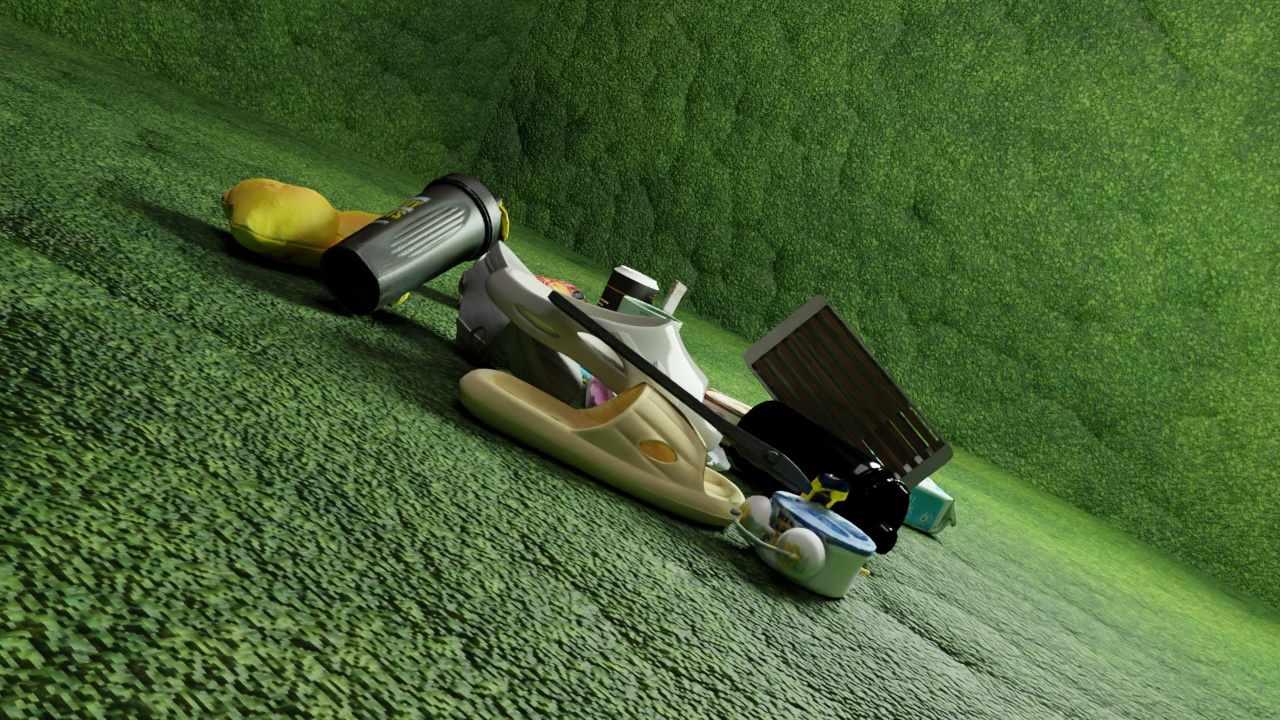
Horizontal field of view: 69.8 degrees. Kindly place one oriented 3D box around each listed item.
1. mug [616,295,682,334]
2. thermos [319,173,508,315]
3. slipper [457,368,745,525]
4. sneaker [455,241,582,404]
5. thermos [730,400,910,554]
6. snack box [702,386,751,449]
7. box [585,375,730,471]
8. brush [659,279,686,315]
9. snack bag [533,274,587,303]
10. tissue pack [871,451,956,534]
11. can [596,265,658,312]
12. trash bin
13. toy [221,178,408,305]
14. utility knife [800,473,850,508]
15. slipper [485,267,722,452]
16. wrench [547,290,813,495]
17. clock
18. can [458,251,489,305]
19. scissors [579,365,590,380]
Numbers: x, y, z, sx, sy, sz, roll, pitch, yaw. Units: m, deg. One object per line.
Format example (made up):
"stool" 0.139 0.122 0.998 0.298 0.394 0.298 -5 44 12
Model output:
"mug" 0.005 -0.016 1.184 0.111 0.104 0.084 16 12 -47
"thermos" -0.223 -0.122 0.938 0.098 0.098 0.220 27 36 12
"slipper" -0.020 0.053 0.751 0.261 0.079 0.111 24 11 -6
"sneaker" -0.135 -0.020 0.921 0.099 0.089 0.236 42 16 -42
"thermos" 0.183 0.118 0.916 0.086 0.086 0.199 19 10 -39
"snack box" 0.132 0.086 1.136 0.143 0.041 0.147 27 7 7
"box" 0.013 0.060 0.964 0.152 0.037 0.201 27 7 -7
"brush" 0.023 -0.047 1.303 0.008 0.143 0.045 29 0 19
"snack bag" -0.132 -0.082 1.301 0.082 0.082 0.176 28 7 15
"tissue pack" 0.323 0.161 1.160 0.144 0.062 0.093 24 8 -7
"can" -0.030 -0.067 1.324 0.072 0.128 0.072 25 8 -4
"trash bin" 0.234 0.053 1.061 0.229 0.114 0.114 52 4 10
"toy" -0.331 -0.131 0.964 0.193 0.087 0.134 20 13 -36
"utility knife" 0.152 0.125 0.797 0.030 0.017 0.159 29 -18 9
"slipper" -0.015 -0.019 0.847 0.266 0.081 0.113 36 7 -9
"wrench" 0.030 0.025 0.765 0.273 0.018 0.073 37 -7 8
"clock" 0.124 0.140 0.713 0.125 0.052 0.089 20 10 -37
"can" -0.200 -0.103 1.185 0.043 0.086 0.086 23 8 -15
"scissors" -0.078 0.008 1.112 0.117 0.013 0.140 19 7 -46
